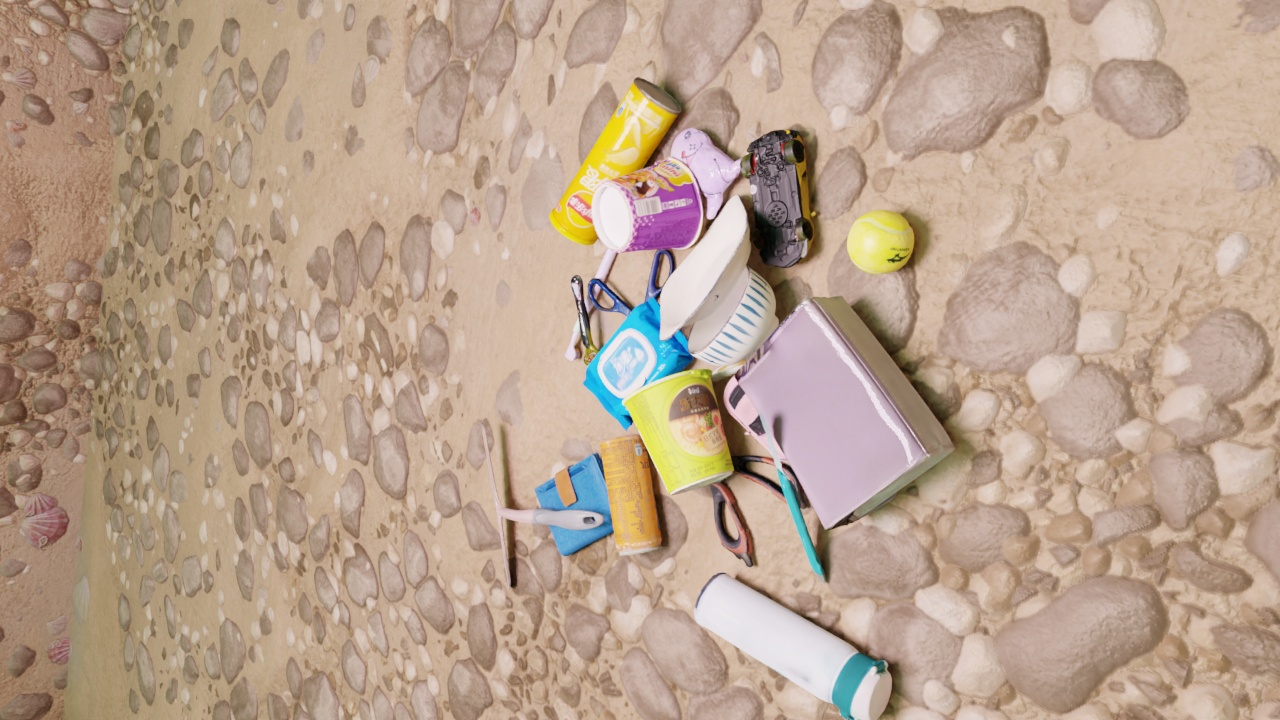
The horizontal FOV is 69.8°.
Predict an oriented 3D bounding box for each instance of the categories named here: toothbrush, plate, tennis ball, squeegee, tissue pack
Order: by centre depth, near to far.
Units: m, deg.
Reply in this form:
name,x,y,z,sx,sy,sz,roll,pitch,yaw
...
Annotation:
name,x,y,z,sx,sy,sz,roll,pitch,yaw
tennis ball,0.241,-0.119,0.924,0.066,0.065,0.065,0,90,41
toothbrush,0.147,-0.015,1.039,0.192,0.018,0.016,-29,70,37
plate,0.080,-0.100,1.044,0.165,0.034,0.163,-53,16,24
tissue pack,-0.007,0.007,1.137,0.095,0.052,0.157,50,119,20
toothbrush,-0.060,-0.087,1.222,0.029,0.021,0.189,-118,47,-63
squeegee,-0.141,0.208,1.240,0.250,0.040,0.247,-4,96,47

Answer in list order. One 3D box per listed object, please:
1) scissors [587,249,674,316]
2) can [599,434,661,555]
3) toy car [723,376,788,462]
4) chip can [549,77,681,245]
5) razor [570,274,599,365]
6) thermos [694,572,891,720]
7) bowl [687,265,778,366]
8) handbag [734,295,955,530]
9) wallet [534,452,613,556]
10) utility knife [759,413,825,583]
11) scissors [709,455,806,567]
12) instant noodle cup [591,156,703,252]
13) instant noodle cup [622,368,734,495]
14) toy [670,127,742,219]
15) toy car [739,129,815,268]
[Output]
name,x,y,z,sx,sy,sz,roll,pitch,yaw
scissors,0.001,-0.066,1.165,0.173,0.012,0.163,42,112,25
can,-0.012,0.168,1.154,0.058,0.058,0.146,-17,80,40
toy car,0.140,0.063,1.035,0.122,0.037,0.056,46,120,30
chip can,-0.034,-0.248,1.163,0.214,0.072,0.072,-52,59,28
razor,-0.070,-0.042,1.206,0.043,0.022,0.143,-6,102,39
thermos,0.163,0.312,0.995,0.224,0.073,0.073,23,105,39
bowl,0.111,-0.041,1.026,0.117,0.066,0.116,-53,15,21
handbag,0.201,0.053,0.937,0.145,0.098,0.197,-44,65,31
wallet,-0.079,0.193,1.230,0.133,0.040,0.106,-33,74,36
utility knife,0.160,0.145,0.962,0.223,0.013,0.029,67,173,-24
scissors,0.101,0.137,1.082,0.190,0.015,0.226,-27,72,38
instant noodle cup,0.003,-0.178,1.093,0.111,0.099,0.112,32,131,47
instant noodle cup,0.051,0.086,1.058,0.112,0.111,0.123,-30,74,37
toy,0.074,-0.230,1.089,0.108,0.038,0.084,49,127,29
toy car,0.155,-0.178,1.016,0.071,0.041,0.156,-9,87,41
